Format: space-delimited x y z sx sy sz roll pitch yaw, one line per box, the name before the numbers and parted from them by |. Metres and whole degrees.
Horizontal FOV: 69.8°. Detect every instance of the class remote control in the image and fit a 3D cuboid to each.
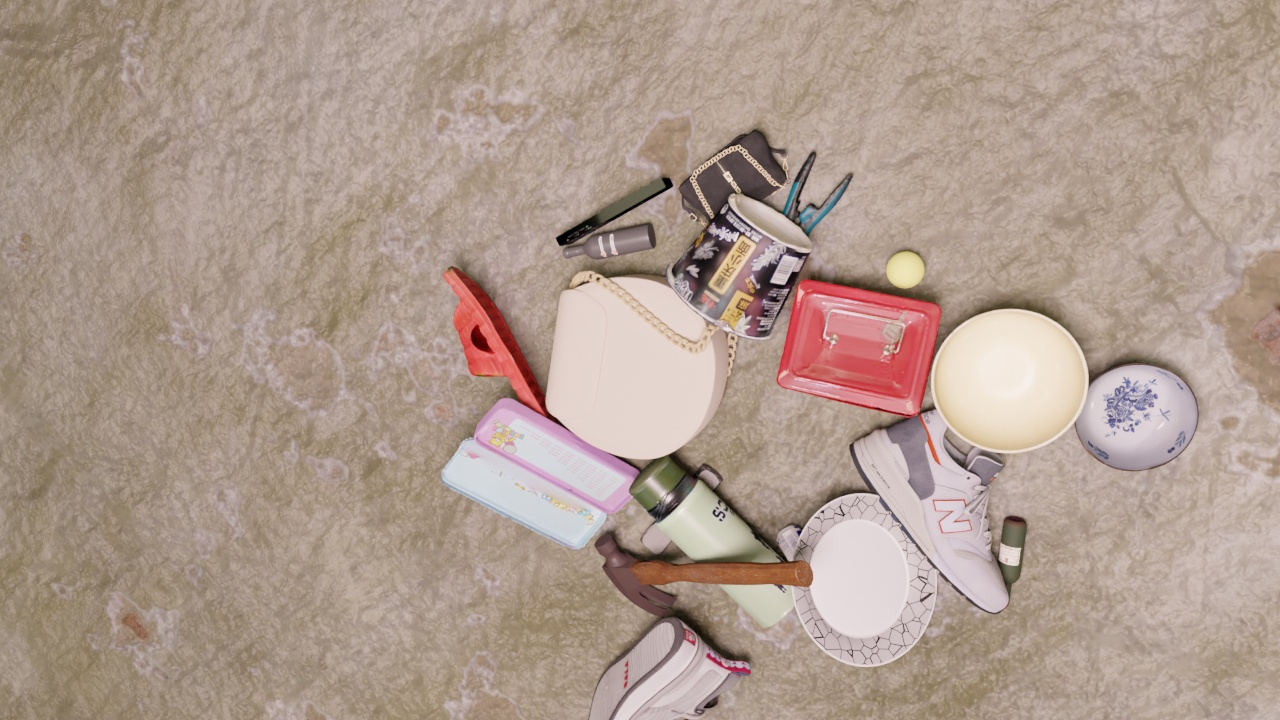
remote control | 0.050 0.186 1.138 0.033 0.013 0.137 39 110 5
remote control | -0.031 -0.174 1.080 0.150 0.034 0.013 -26 92 20

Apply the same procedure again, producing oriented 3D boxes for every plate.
plate | 0.250 0.246 1.035 0.188 0.016 0.188 4 79 -19

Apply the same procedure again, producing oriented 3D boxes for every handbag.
handbag | 0.107 -0.199 1.030 0.129 0.054 0.079 -35 100 17
handbag | -0.007 0.006 1.074 0.209 0.103 0.211 13 103 18

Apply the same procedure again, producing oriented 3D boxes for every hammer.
hammer | 0.067 0.245 1.050 0.324 0.033 0.115 -16 113 50

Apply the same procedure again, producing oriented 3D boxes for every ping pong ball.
ping pong ball | 0.287 -0.098 0.994 0.040 0.040 0.040 3 102 16

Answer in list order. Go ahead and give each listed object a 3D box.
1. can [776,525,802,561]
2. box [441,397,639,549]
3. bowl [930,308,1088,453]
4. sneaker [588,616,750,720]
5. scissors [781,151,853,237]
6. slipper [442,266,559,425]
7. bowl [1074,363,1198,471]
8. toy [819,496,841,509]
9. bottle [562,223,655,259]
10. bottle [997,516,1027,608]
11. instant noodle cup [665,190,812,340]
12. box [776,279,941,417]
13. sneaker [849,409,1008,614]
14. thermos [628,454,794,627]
can | 0.195 0.239 1.074 0.032 0.032 0.095 -44 55 20
box | -0.121 0.144 1.124 0.214 0.034 0.151 32 114 -22
bowl | 0.385 0.015 0.969 0.151 0.075 0.151 3 102 16
sneaker | 0.024 0.431 1.163 0.128 0.096 0.264 27 121 -16
scissors | 0.181 -0.162 1.026 0.148 0.019 0.123 -18 96 21
slipper | -0.179 0.000 1.125 0.059 0.103 0.249 -30 99 3
bowl | 0.510 0.054 0.954 0.114 0.045 0.114 3 102 16
toy | 0.233 0.214 1.073 0.055 0.041 0.102 -30 80 58
bottle | -0.040 -0.138 1.092 0.113 0.030 0.030 -9 98 18
bottle | 0.414 0.228 1.029 0.025 0.025 0.106 6 102 16
instant noodle cup | 0.114 -0.106 0.991 0.137 0.137 0.112 36 116 7
box | 0.240 -0.014 1.006 0.157 0.110 0.134 15 93 17
sneaker | 0.348 0.152 1.001 0.124 0.088 0.240 -45 82 22
thermos | 0.086 0.211 1.089 0.231 0.082 0.082 44 110 -2
